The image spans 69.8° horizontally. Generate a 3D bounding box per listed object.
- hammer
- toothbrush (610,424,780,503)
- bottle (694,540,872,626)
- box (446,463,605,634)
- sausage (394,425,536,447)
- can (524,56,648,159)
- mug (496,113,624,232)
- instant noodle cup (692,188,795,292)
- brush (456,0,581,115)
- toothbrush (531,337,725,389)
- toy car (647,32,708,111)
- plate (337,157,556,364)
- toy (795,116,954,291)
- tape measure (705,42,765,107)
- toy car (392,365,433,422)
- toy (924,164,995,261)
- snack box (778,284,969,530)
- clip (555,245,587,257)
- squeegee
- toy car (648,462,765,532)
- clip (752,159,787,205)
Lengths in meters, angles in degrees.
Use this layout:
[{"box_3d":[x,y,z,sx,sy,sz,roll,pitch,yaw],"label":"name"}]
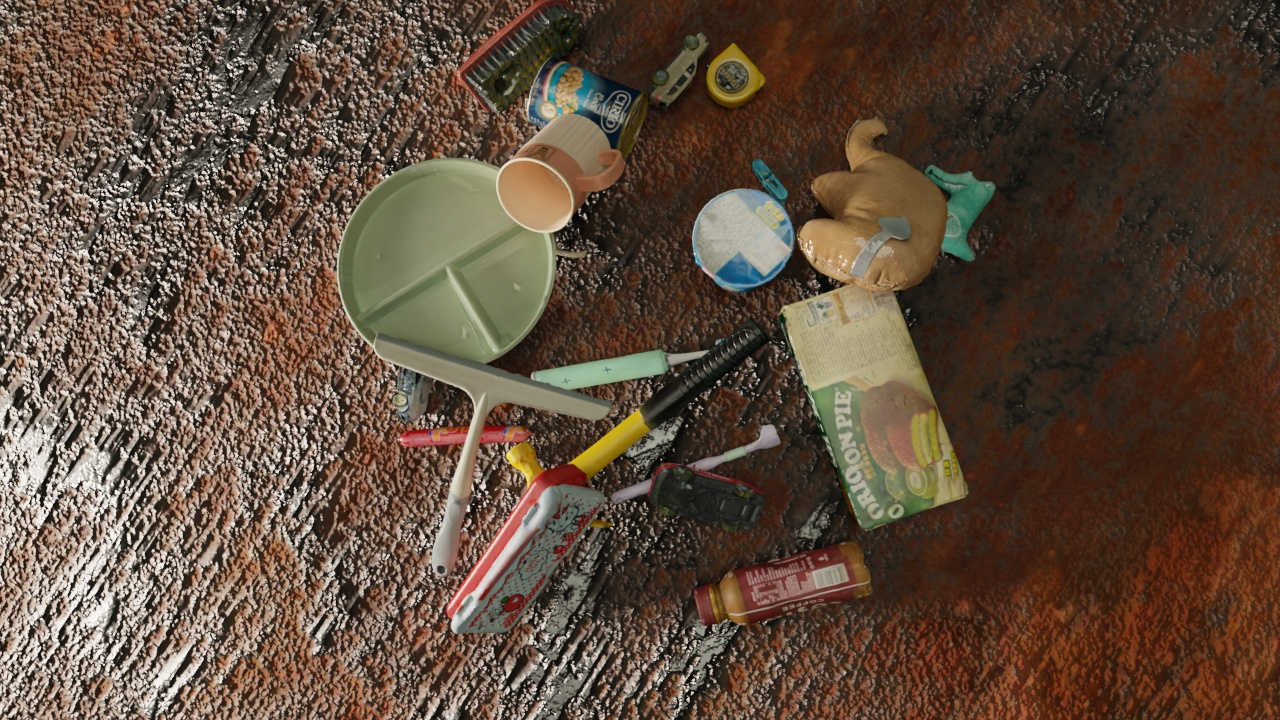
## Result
[{"box_3d":[0.007,0.061,0.952,0.301,0.033,0.129,-39,79,7],"label":"hammer"},{"box_3d":[0.056,0.112,0.970,0.189,0.021,0.029,-22,117,4],"label":"toothbrush"},{"box_3d":[0.143,0.231,0.936,0.175,0.057,0.057,-14,85,3],"label":"bottle"},{"box_3d":[-0.114,0.199,0.915,0.068,0.090,0.202,42,109,18],"label":"box"},{"box_3d":[-0.189,0.081,0.992,0.156,0.020,0.020,-3,86,4],"label":"sausage"},{"box_3d":[-0.057,-0.268,0.976,0.111,0.075,0.075,24,88,6],"label":"can"},{"box_3d":[-0.071,-0.191,0.920,0.115,0.105,0.082,1,129,27],"label":"mug"},{"box_3d":[0.102,-0.113,0.936,0.099,0.110,0.099,0,85,4],"label":"instant noodle cup"},{"box_3d":[-0.131,-0.341,0.997,0.146,0.063,0.069,-42,55,0],"label":"brush"},{"box_3d":[-0.006,0.006,0.978,0.224,0.026,0.027,-10,82,4],"label":"toothbrush"},{"box_3d":[0.042,-0.312,0.988,0.035,0.042,0.090,38,91,-4],"label":"toy car"},{"box_3d":[-0.200,-0.099,0.959,0.230,0.027,0.230,0,80,2],"label":"plate"},{"box_3d":[0.241,-0.157,0.923,0.143,0.083,0.225,21,51,2],"label":"toy"},{"box_3d":[0.099,-0.302,0.989,0.057,0.029,0.060,-41,84,0],"label":"tape measure"},{"box_3d":[-0.240,0.015,0.985,0.031,0.049,0.105,5,87,10],"label":"toy car"},{"box_3d":[0.329,-0.162,0.963,0.096,0.030,0.092,37,85,13],"label":"toy"},{"box_3d":[0.235,0.042,0.939,0.114,0.063,0.240,-20,85,3],"label":"snack box"},{"box_3d":[-0.112,-0.130,0.992,0.098,0.034,0.064,-18,84,0],"label":"clip"},{"box_3d":[-0.182,0.123,0.941,0.246,0.039,0.247,17,107,-2],"label":"squeegee"},{"box_3d":[0.067,0.138,0.941,0.120,0.045,0.053,17,105,-15],"label":"toy car"},{"box_3d":[0.139,-0.192,0.982,0.014,0.041,0.056,-36,81,-1],"label":"clip"}]
